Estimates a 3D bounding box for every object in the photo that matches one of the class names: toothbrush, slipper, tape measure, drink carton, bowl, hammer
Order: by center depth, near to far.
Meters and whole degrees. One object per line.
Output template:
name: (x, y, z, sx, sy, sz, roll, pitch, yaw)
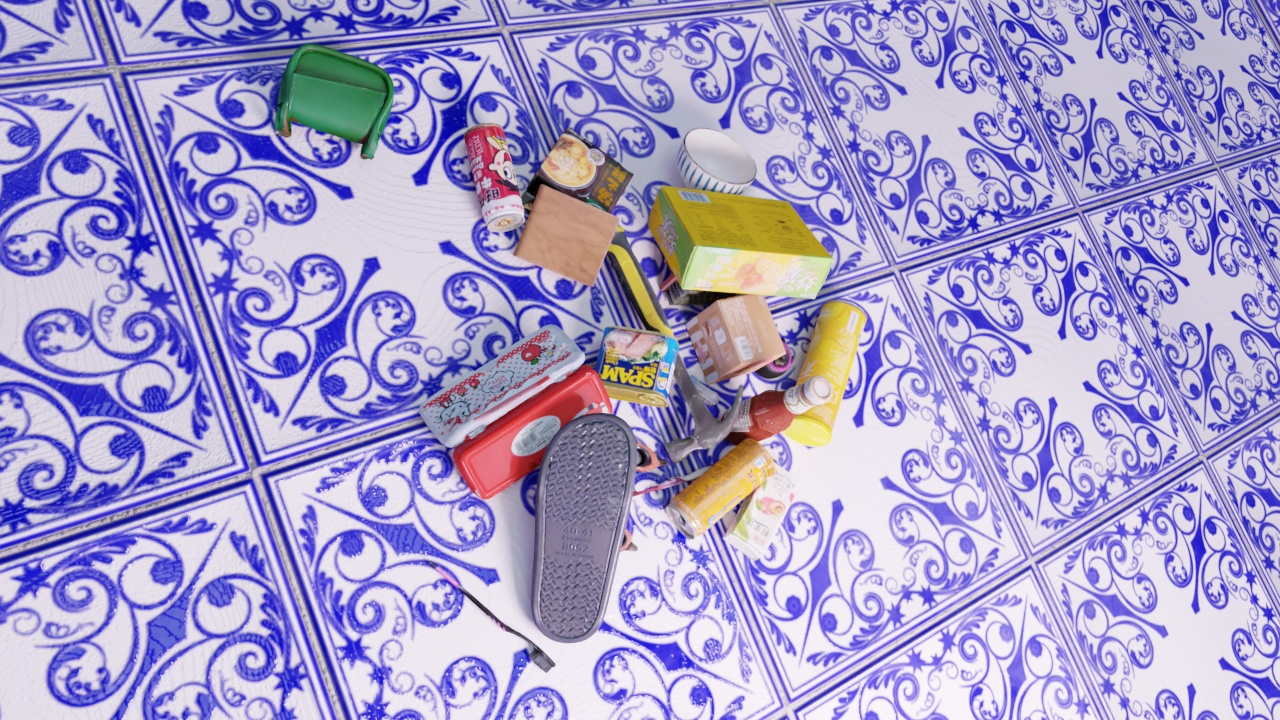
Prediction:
toothbrush: (-0.170, 0.291, 1.040, 0.189, 0.014, 0.017, 42, 72, -6)
slipper: (-0.073, 0.191, 1.078, 0.110, 0.083, 0.268, 9, 90, -3)
toothbrush: (0.043, 0.151, 1.177, 0.187, 0.016, 0.017, -11, 75, -36)
drink carton: (0.161, 0.199, 1.211, 0.053, 0.046, 0.122, 35, 59, 0)
hammer: (0.030, -0.035, 1.215, 0.126, 0.032, 0.323, -27, 78, 7)
tape measure: (0.186, -0.004, 1.297, 0.057, 0.039, 0.057, -1, 73, -26)
bowl: (0.102, -0.273, 1.328, 0.116, 0.066, 0.116, 15, 48, -17)

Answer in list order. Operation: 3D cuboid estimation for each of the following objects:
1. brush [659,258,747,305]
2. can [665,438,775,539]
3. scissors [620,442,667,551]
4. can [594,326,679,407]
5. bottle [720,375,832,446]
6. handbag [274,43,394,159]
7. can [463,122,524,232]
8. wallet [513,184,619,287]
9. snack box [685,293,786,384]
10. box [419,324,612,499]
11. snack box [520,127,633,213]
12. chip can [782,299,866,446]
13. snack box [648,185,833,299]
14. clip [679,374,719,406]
brush: (0.102, -0.119, 1.285, 0.145, 0.063, 0.069, -5, 73, -28)
can: (0.104, 0.163, 1.176, 0.145, 0.058, 0.058, -37, 90, -20)
scissors: (-0.065, 0.142, 1.142, 0.225, 0.015, 0.188, 6, 70, -23)
can: (-0.007, 0.007, 1.167, 0.102, 0.057, 0.083, 10, 74, 13)
bottle: (0.173, 0.063, 1.171, 0.059, 0.207, 0.059, 8, 70, -22)
handbag: (-0.376, -0.315, 1.128, 0.131, 0.068, 0.120, 16, 74, -21)
can: (-0.189, -0.237, 1.192, 0.053, 0.053, 0.132, -9, 76, -28)
wallet: (-0.096, -0.162, 1.202, 0.115, 0.020, 0.101, 20, 94, -13)
snack box: (0.128, -0.030, 1.247, 0.076, 0.095, 0.092, -14, 79, -30)
box: (-0.144, 0.055, 1.089, 0.200, 0.074, 0.154, -34, 87, -19)
snack box: (-0.087, -0.234, 1.246, 0.113, 0.053, 0.125, 33, 56, -12)
chip can: (0.263, 0.016, 1.309, 0.072, 0.072, 0.212, 30, 62, -13)
snack box: (0.133, -0.160, 1.247, 0.209, 0.070, 0.157, 3, 38, -23)
clip: (0.082, 0.043, 1.244, 0.058, 0.044, 0.026, 34, 58, -20)
